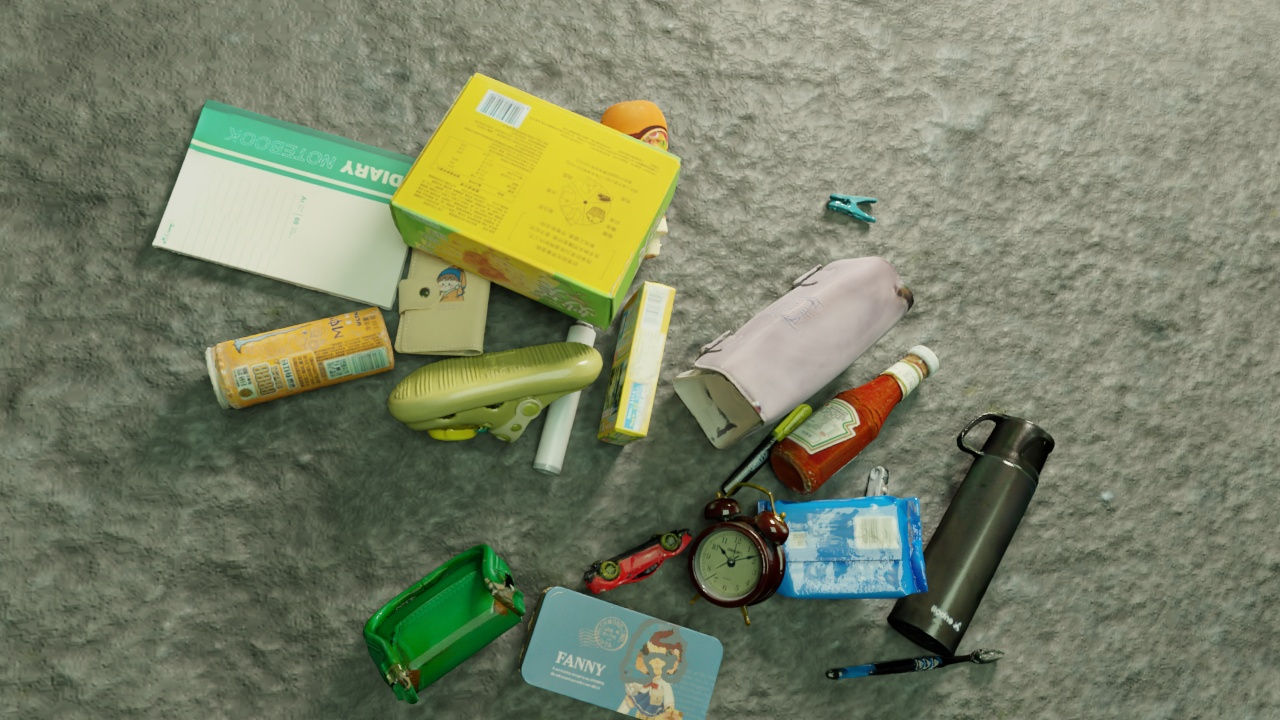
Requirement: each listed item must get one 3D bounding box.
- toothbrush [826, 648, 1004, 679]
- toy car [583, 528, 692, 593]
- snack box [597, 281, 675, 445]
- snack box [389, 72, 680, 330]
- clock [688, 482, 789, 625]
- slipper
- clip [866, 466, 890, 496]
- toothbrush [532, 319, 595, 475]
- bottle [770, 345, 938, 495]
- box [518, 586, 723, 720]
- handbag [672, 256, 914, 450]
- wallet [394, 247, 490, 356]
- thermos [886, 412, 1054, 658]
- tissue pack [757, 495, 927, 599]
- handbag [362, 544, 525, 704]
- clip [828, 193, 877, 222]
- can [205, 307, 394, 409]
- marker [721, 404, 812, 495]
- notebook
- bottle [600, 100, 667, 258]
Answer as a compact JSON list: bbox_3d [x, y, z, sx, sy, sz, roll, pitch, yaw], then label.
[{"bbox_3d":[0.270,0.296,0.894,0.189,0.016,0.014,-2,72,-13],"label":"toothbrush"},{"bbox_3d":[0.000,0.181,0.832,0.106,0.049,0.031,-24,87,-17],"label":"toy car"},{"bbox_3d":[-0.005,0.005,0.844,0.033,0.087,0.140,16,76,-10],"label":"snack box"},{"bbox_3d":[-0.090,-0.141,0.814,0.210,0.070,0.157,24,69,5],"label":"snack box"},{"bbox_3d":[0.090,0.171,0.832,0.082,0.055,0.122,16,90,25],"label":"clock"},{"bbox_3d":[-0.123,0.037,0.809,0.190,0.091,0.082,-12,107,-5],"label":"slipper"},{"bbox_3d":[0.235,0.132,0.911,0.045,0.027,0.058,28,65,-25],"label":"clip"},{"bbox_3d":[-0.061,-0.001,0.864,0.026,0.027,0.220,21,74,-27],"label":"toothbrush"},{"bbox_3d":[0.216,0.053,0.905,0.205,0.060,0.060,-35,89,-22],"label":"bottle"},{"bbox_3d":[-0.024,0.259,0.808,0.184,0.060,0.089,19,75,-11],"label":"box"},{"bbox_3d":[0.140,-0.012,0.853,0.196,0.145,0.098,-35,92,-18],"label":"handbag"},{"bbox_3d":[-0.179,-0.060,0.830,0.087,0.024,0.115,-1,69,11],"label":"wallet"},{"bbox_3d":[0.320,0.163,0.908,0.090,0.068,0.242,31,72,8],"label":"thermos"},{"bbox_3d":[0.186,0.176,0.864,0.157,0.052,0.095,-3,82,8],"label":"tissue pack"},{"bbox_3d":[-0.159,0.214,0.753,0.131,0.120,0.068,-33,94,-19],"label":"handbag"},{"bbox_3d":[0.224,-0.163,0.969,0.055,0.014,0.039,9,77,-11],"label":"clip"},{"bbox_3d":[-0.291,-0.002,0.792,0.146,0.058,0.058,-15,83,-16],"label":"can"},{"bbox_3d":[0.124,0.087,0.898,0.124,0.015,0.018,-43,92,-15],"label":"marker"},{"bbox_3d":[-0.312,-0.143,0.839,0.209,0.012,0.150,15,76,-10],"label":"notebook"},{"bbox_3d":[0.000,-0.174,0.895,0.066,0.067,0.149,-8,89,-15],"label":"bottle"}]
